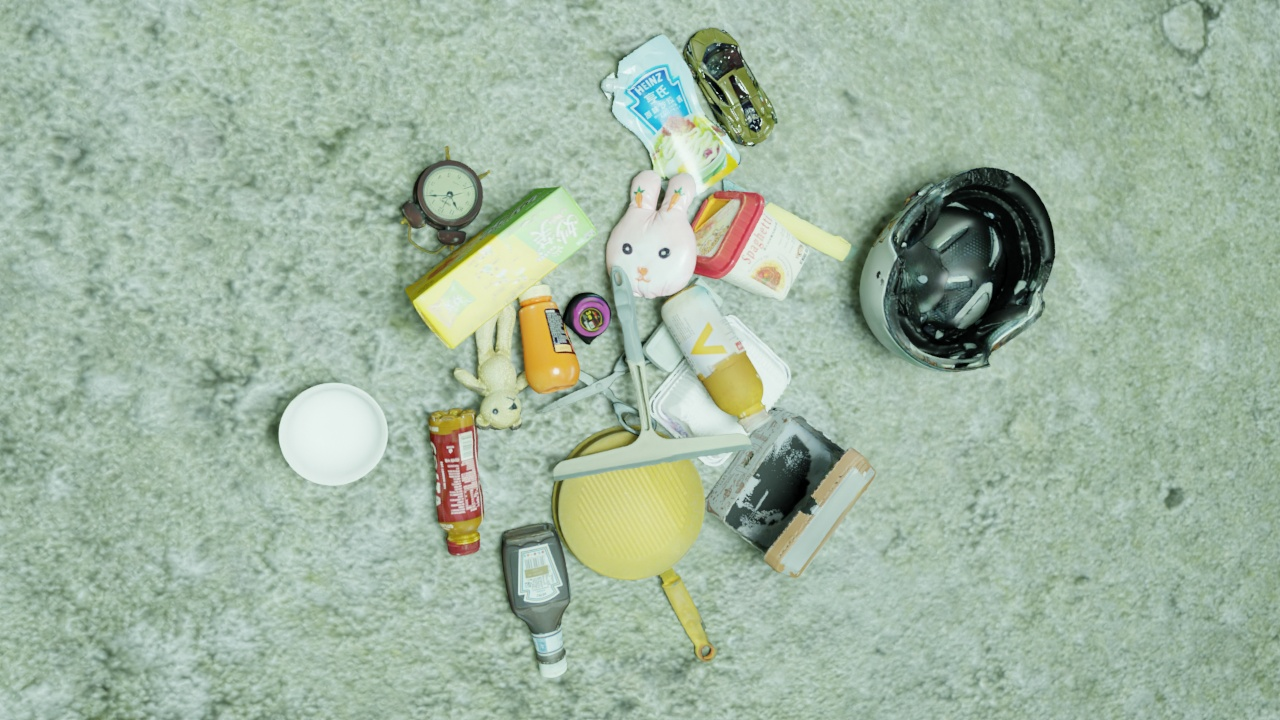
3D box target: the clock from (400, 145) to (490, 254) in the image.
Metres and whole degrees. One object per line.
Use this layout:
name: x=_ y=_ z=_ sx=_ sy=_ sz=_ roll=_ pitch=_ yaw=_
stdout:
clock: x=-0.230 y=-0.183 z=1.076 sx=0.082 sy=0.055 sz=0.122 roll=29 pitch=86 yaw=-17

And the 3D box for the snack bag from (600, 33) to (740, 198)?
snack bag: x=0.037 y=-0.298 z=1.144 sx=0.110 sy=0.039 sz=0.191 roll=-34 pitch=103 yaw=3

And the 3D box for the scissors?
scissors: x=-0.048 y=0.028 z=1.156 sx=0.179 sy=0.014 sz=0.159 roll=34 pitch=70 yaw=-2

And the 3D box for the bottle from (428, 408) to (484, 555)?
bottle: x=-0.222 y=0.148 z=1.117 sx=0.057 sy=0.057 sz=0.175 roll=-5 pitch=98 yaw=-14

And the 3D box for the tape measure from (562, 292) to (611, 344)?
tape measure: x=-0.066 y=-0.056 z=1.144 sx=0.057 sy=0.039 sz=0.058 roll=41 pitch=90 yaw=-16

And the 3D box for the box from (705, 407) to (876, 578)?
box: x=0.206 y=0.181 z=1.173 sx=0.152 sy=0.174 sz=0.182 roll=36 pitch=86 yaw=-15

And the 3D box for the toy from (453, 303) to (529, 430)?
toy: x=-0.171 y=0.007 z=1.110 sx=0.105 sy=0.066 sz=0.157 roll=1 pitch=84 yaw=-39

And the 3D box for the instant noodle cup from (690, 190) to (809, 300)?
instant noodle cup: x=0.134 y=-0.139 z=1.155 sx=0.124 sy=0.117 sz=0.116 roll=29 pitch=88 yaw=-29

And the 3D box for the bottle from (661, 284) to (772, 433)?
bottle: x=0.096 y=-0.001 z=1.119 sx=0.068 sy=0.068 sz=0.189 roll=-30 pitch=84 yaw=-10

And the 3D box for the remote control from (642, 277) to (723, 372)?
remote control: x=0.055 y=-0.044 z=1.175 sx=0.049 sy=0.024 sz=0.124 roll=42 pitch=72 yaw=-17

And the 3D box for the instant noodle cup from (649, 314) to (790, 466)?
instant noodle cup: x=0.112 y=0.043 z=1.193 sx=0.138 sy=0.060 sz=0.173 roll=42 pitch=87 yaw=-16

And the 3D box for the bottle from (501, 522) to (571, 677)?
bottle: x=-0.127 y=0.308 z=1.170 sx=0.080 sy=0.044 sz=0.195 roll=-11 pitch=100 yaw=-9

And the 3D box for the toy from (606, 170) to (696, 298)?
toy: x=0.016 y=-0.156 z=1.129 sx=0.121 sy=0.054 sz=0.159 roll=8 pitch=90 yaw=25

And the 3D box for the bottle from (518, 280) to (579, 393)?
bottle: x=-0.119 y=-0.037 z=1.117 sx=0.066 sy=0.067 sz=0.149 roll=-12 pitch=83 yaw=-13

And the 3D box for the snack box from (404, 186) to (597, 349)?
snack box: x=-0.164 y=-0.111 z=1.049 sx=0.210 sy=0.158 sz=0.070 roll=-40 pitch=108 yaw=-7

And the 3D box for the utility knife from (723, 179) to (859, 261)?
utility knife: x=0.198 y=-0.182 z=1.208 sx=0.216 sy=0.022 sz=0.031 roll=25 pitch=89 yaw=-23

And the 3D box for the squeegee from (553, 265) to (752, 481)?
squeegee: x=-0.007 y=0.007 z=1.120 sx=0.247 sy=0.039 sz=0.246 roll=-11 pitch=89 yaw=11

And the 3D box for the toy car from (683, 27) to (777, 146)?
toy car: x=0.113 y=-0.345 z=1.157 sx=0.070 sy=0.042 sz=0.158 roll=-35 pitch=101 yaw=-9

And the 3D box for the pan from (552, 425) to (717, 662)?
pan: x=0.021 y=0.253 z=1.202 sx=0.197 sy=0.078 sz=0.357 roll=-29 pitch=96 yaw=-9

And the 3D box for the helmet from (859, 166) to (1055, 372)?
helmet: x=0.392 y=-0.111 z=1.198 sx=0.230 sy=0.157 sz=0.273 roll=42 pitch=75 yaw=-14

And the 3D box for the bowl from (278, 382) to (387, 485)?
bowl: x=-0.355 y=0.080 z=1.071 sx=0.118 sy=0.065 sz=0.118 roll=-2 pitch=97 yaw=-14
